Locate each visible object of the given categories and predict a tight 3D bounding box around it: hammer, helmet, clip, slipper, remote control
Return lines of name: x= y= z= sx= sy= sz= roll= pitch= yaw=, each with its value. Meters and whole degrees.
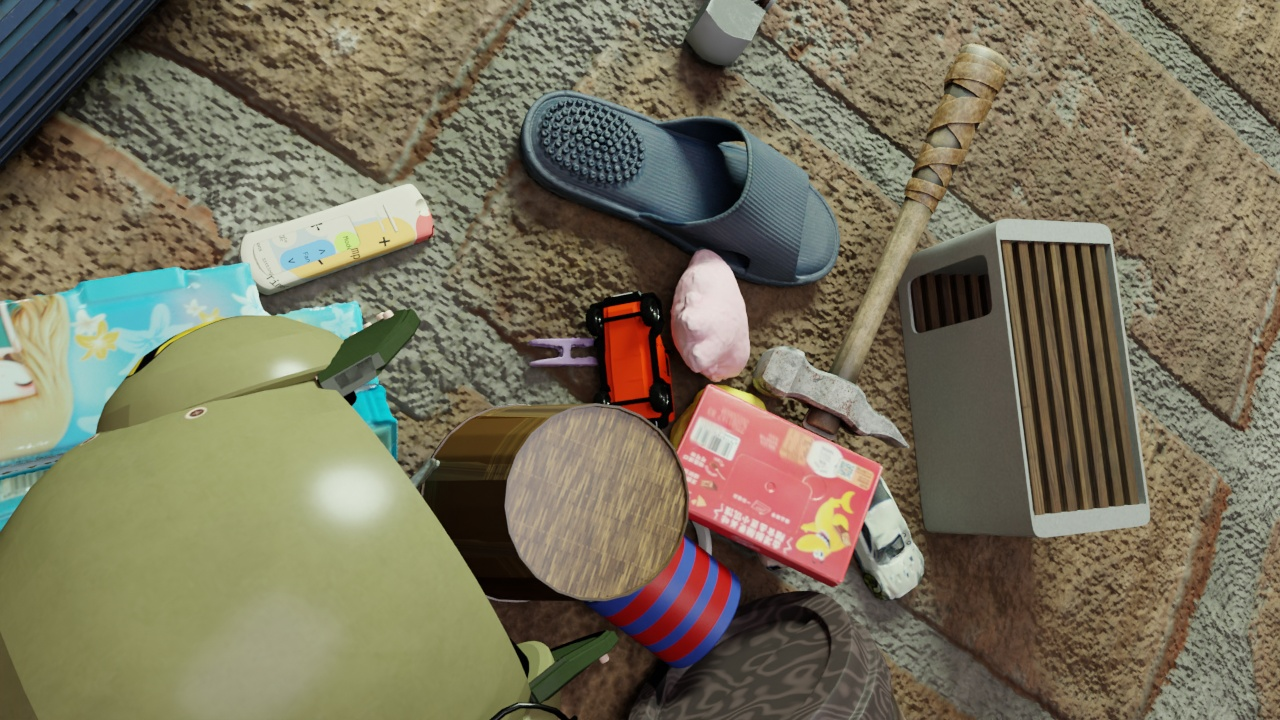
hammer: x=0.198 y=-0.089 z=0.687 sx=0.121 sy=0.049 sz=0.318 roll=25 pitch=86 yaw=-3
helmet: x=-0.162 y=0.116 z=0.400 sx=0.232 sy=0.256 sz=0.250 roll=-34 pitch=96 yaw=-25
clip: x=-0.054 y=-0.009 z=0.642 sx=0.053 sy=0.013 sz=0.037 roll=16 pitch=77 yaw=-22
hammer: x=-0.030 y=-0.366 z=0.694 sx=0.322 sy=0.043 sz=0.155 roll=30 pitch=72 yaw=-13
slipper: x=0.045 y=-0.135 z=0.664 sx=0.263 sy=0.083 sz=0.101 roll=18 pitch=73 yaw=-18
remote control: x=-0.194 y=-0.080 z=0.593 sx=0.125 sy=0.018 sz=0.038 roll=-25 pitch=92 yaw=-25

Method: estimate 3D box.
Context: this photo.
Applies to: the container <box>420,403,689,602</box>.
container: x=-0.051 y=0.083 z=0.544 sx=0.132 sy=0.168 sz=0.132 roll=3 pitch=81 yaw=-22

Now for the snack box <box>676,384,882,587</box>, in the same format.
snack box: x=0.087 y=0.083 z=0.616 sx=0.133 sy=0.021 sz=0.089 roll=26 pitch=68 yaw=2

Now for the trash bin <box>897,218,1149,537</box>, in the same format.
trash bin: x=0.295 y=0.017 z=0.722 sx=0.114 sy=0.115 sz=0.228 roll=-1 pitch=82 yaw=-22

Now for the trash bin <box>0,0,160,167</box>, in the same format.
trash bin: x=-0.341 y=-0.211 z=0.490 sx=0.139 sy=0.139 sz=0.249 roll=36 pitch=72 yaw=-13

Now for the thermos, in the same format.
thermos: x=0.117 y=0.290 z=0.588 sx=0.172 sy=0.173 sz=0.226 roll=-37 pitch=103 yaw=-23

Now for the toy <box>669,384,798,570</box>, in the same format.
toy: x=0.083 y=0.078 z=0.663 sx=0.105 sy=0.067 sz=0.137 roll=-33 pitch=82 yaw=-25

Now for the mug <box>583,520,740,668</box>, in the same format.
mug: x=0.020 y=0.140 z=0.623 sx=0.076 sy=0.075 sz=0.111 roll=39 pitch=43 yaw=-12

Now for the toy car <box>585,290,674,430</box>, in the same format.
toy car: x=-0.004 y=0.004 z=0.637 sx=0.048 sy=0.051 sz=0.100 roll=12 pitch=70 yaw=-66

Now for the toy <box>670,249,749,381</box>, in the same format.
toy: x=0.047 y=-0.023 z=0.642 sx=0.095 sy=0.053 sz=0.099 roll=-45 pitch=124 yaw=-64

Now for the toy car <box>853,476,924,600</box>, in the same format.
toy car: x=0.185 y=0.133 z=0.706 sx=0.048 sy=0.033 sz=0.105 roll=-29 pitch=94 yaw=-25

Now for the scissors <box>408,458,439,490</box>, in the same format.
scissors: x=-0.187 y=0.119 z=0.551 sx=0.090 sy=0.014 sz=0.171 roll=21 pitch=91 yaw=-22

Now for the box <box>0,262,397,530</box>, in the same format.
box: x=-0.252 y=0.041 z=0.492 sx=0.226 sy=0.083 sz=0.172 roll=-14 pitch=115 yaw=-24
